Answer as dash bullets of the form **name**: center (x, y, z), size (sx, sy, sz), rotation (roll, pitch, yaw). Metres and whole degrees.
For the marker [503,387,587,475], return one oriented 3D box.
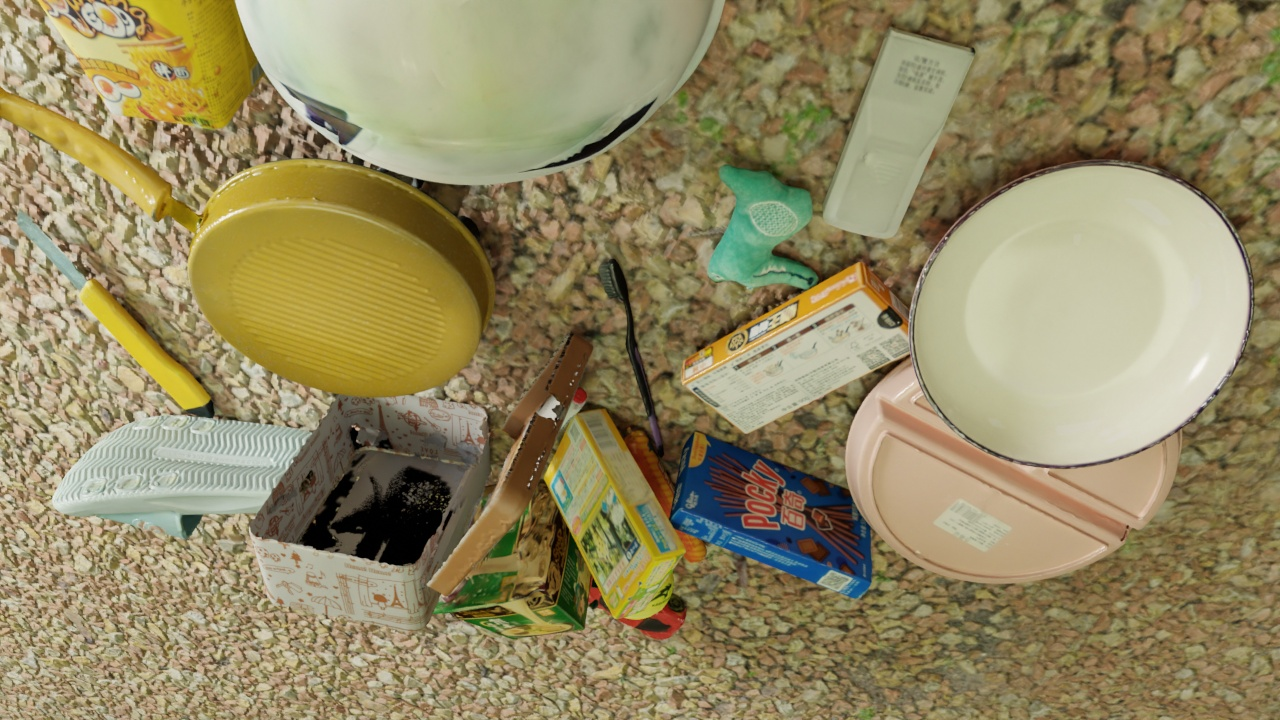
- **marker**: center (-0.078, 0.063, 0.735), size (0.017, 0.017, 0.146), rotation (30, 138, -12)

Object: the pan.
- **pan**: center (-0.268, -0.086, 0.603), size (0.357, 0.078, 0.198), rotation (21, 137, -19)

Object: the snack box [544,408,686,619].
- **snack box**: center (-0.024, 0.117, 0.710), size (0.033, 0.140, 0.087), rotation (-6, 139, -33)

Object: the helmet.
- **helmet**: center (-0.090, -0.184, 0.464), size (0.259, 0.145, 0.230), rotation (11, 131, 3)

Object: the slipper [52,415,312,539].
- **slipper**: center (-0.382, 0.105, 0.804), size (0.245, 0.103, 0.074), rotation (0, 131, 5)

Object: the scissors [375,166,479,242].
- **scissors**: center (-0.187, -0.077, 0.662), size (0.164, 0.014, 0.164), rotation (13, 131, 4)

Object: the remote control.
- **remote control**: center (0.146, -0.128, 0.535), size (0.049, 0.024, 0.125), rotation (14, 130, 1)

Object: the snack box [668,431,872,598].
- **snack box**: center (0.103, 0.118, 0.707), size (0.157, 0.084, 0.026), rotation (22, 130, -5)

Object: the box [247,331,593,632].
- **box**: center (-0.150, 0.092, 0.684), size (0.270, 0.179, 0.136), rotation (-17, 122, 25)

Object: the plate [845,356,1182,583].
- **plate**: center (0.264, 0.077, 0.655), size (0.229, 0.028, 0.230), rotation (4, 123, 6)

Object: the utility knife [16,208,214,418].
- **utility knife**: center (-0.424, -0.033, 0.750), size (0.033, 0.015, 0.223), rotation (-12, 128, 23)

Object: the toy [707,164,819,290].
- **toy**: center (0.080, -0.078, 0.590), size (0.096, 0.030, 0.092), rotation (18, 136, -11)

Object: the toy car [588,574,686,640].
- **toy car**: center (-0.010, 0.227, 0.860), size (0.106, 0.031, 0.049), rotation (32, 128, -11)

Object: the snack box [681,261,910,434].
- **snack box**: center (0.109, -0.004, 0.636), size (0.154, 0.026, 0.075), rotation (-30, 127, 32)

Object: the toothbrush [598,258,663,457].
- **toothbrush**: center (-0.004, 0.004, 0.686), size (0.017, 0.014, 0.189), rotation (2, 130, 21)

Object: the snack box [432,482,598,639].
- **snack box**: center (-0.103, 0.184, 0.801), size (0.118, 0.118, 0.105), rotation (-13, 135, 22)

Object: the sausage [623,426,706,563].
- **sausage**: center (0.022, 0.116, 0.766), size (0.021, 0.021, 0.165), rotation (-12, 125, 22)

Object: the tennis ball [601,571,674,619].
- **tennis ball**: center (-0.003, 0.194, 0.807), size (0.065, 0.065, 0.066), rotation (7, 130, 8)

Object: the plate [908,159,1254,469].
- **plate**: center (0.260, -0.027, 0.558), size (0.192, 0.039, 0.193), rotation (3, 111, 7)

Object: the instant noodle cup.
- **instant noodle cup**: center (-0.274, -0.207, 0.518), size (0.116, 0.115, 0.124), rotation (9, 142, 5)
